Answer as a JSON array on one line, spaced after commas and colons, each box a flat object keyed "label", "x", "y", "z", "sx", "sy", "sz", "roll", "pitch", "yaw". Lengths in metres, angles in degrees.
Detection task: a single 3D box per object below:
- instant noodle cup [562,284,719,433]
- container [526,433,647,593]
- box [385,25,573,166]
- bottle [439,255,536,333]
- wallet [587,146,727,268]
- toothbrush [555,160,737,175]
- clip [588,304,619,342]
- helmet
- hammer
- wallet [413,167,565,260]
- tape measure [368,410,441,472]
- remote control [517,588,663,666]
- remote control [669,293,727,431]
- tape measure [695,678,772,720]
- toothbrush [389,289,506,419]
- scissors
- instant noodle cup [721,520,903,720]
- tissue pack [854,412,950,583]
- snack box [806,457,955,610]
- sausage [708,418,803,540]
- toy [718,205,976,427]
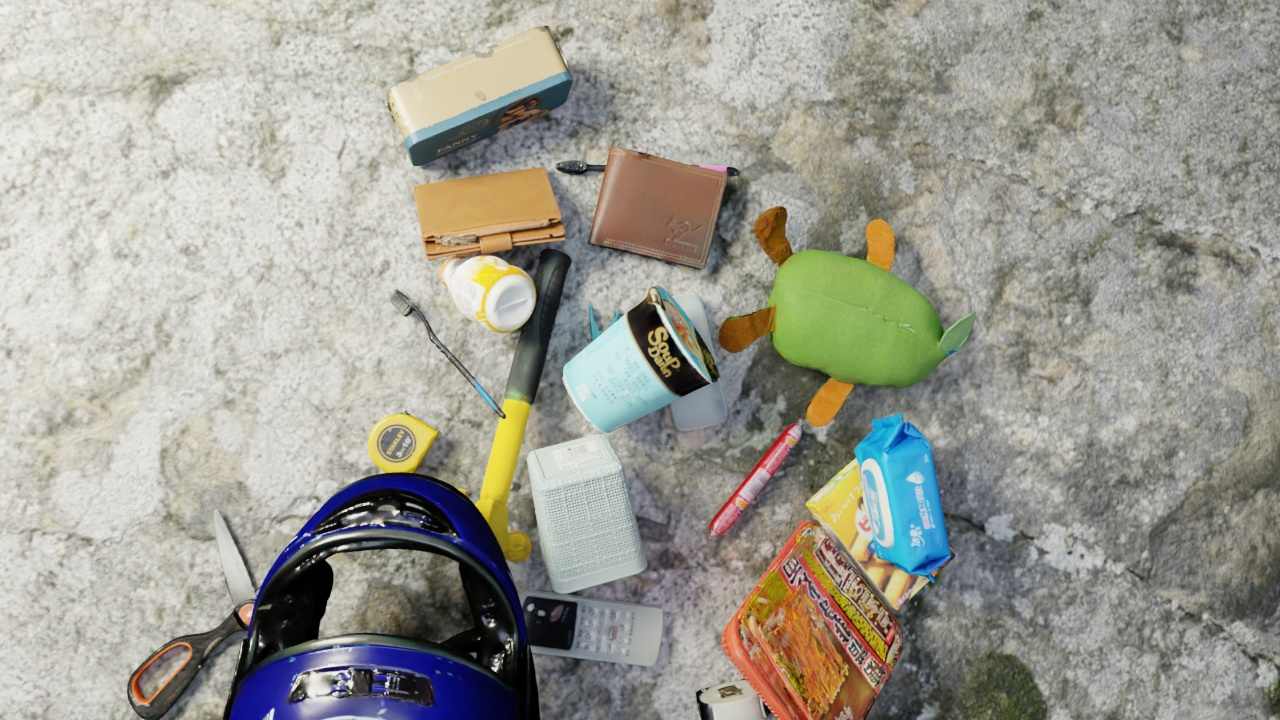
[{"label": "instant noodle cup", "x": -0.005, "y": 0.005, "z": 0.865, "sx": 0.121, "sy": 0.111, "sz": 0.111, "roll": -33, "pitch": 92, "yaw": 14}, {"label": "container", "x": -0.053, "y": 0.137, "z": 0.844, "sx": 0.090, "sy": 0.090, "sz": 0.111, "roll": -13, "pitch": 111, "yaw": -11}, {"label": "box", "x": -0.158, "y": -0.247, "z": 0.870, "sx": 0.184, "sy": 0.090, "sz": 0.061, "roll": -28, "pitch": 92, "yaw": -8}, {"label": "bottle", "x": -0.146, "y": -0.067, "z": 0.852, "sx": 0.063, "sy": 0.108, "sz": 0.063, "roll": -19, "pitch": 122, "yaw": -35}, {"label": "wallet", "x": 0.017, "y": -0.150, "z": 0.914, "sx": 0.124, "sy": 0.032, "sz": 0.101, "roll": 11, "pitch": 95, "yaw": -12}, {"label": "toothbrush", "x": 0.008, "y": -0.195, "z": 0.930, "sx": 0.189, "sy": 0.018, "sz": 0.014, "roll": -1, "pitch": 95, "yaw": -11}, {"label": "clip", "x": -0.040, "y": -0.027, "z": 0.913, "sx": 0.034, "sy": 0.013, "sz": 0.054, "roll": 6, "pitch": 86, "yaw": -8}, {"label": "helmet", "x": -0.200, "y": 0.274, "z": 0.714, "sx": 0.247, "sy": 0.240, "sz": 0.316, "roll": 2, "pitch": 111, "yaw": -8}, {"label": "hammer", "x": -0.115, "y": 0.037, "z": 0.865, "sx": 0.033, "sy": 0.128, "sz": 0.300, "roll": 5, "pitch": 74, "yaw": 27}, {"label": "wallet", "x": -0.144, "y": -0.141, "z": 0.869, "sx": 0.131, "sy": 0.031, "sz": 0.107, "roll": -11, "pitch": 46, "yaw": -11}, {"label": "tape measure", "x": -0.227, "y": 0.079, "z": 0.868, "sx": 0.057, "sy": 0.029, "sz": 0.060, "roll": 32, "pitch": 82, "yaw": -7}, {"label": "remote control", "x": -0.052, "y": 0.259, "z": 0.890, "sx": 0.150, "sy": 0.021, "sz": 0.058, "roll": 9, "pitch": 85, "yaw": -10}, {"label": "remote control", "x": 0.048, "y": 0.002, "z": 0.922, "sx": 0.056, "sy": 0.020, "sz": 0.136, "roll": -13, "pitch": 89, "yaw": -9}, {"label": "tape measure", "x": 0.091, "y": 0.334, "z": 0.886, "sx": 0.065, "sy": 0.066, "sz": 0.033, "roll": -13, "pitch": 87, "yaw": -10}, {"label": "toothbrush", "x": -0.179, "y": -0.006, "z": 0.843, "sx": 0.016, "sy": 0.014, "sz": 0.189, "roll": -41, "pitch": 62, "yaw": -8}, {"label": "scissors", "x": -0.360, "y": 0.253, "z": 0.839, "sx": 0.234, "sy": 0.022, "sz": 0.221, "roll": -37, "pitch": 93, "yaw": -9}, {"label": "instant noodle cup", "x": 0.155, "y": 0.268, "z": 0.871, "sx": 0.164, "sy": 0.079, "sz": 0.188, "roll": 53, "pitch": 45, "yaw": -2}, {"label": "tissue pack", "x": 0.246, "y": 0.129, "z": 0.879, "sx": 0.052, "sy": 0.095, "sz": 0.157, "roll": -9, "pitch": 87, "yaw": -5}, {"label": "snack box", "x": 0.246, "y": 0.173, "z": 0.940, "sx": 0.087, "sy": 0.034, "sz": 0.140, "roll": -39, "pitch": 91, "yaw": -10}, {"label": "sausage", "x": 0.118, "y": 0.120, "z": 0.928, "sx": 0.020, "sy": 0.020, "sz": 0.155, "roll": 41, "pitch": 81, "yaw": -5}, {"label": "toy", "x": 0.203, "y": -0.043, "z": 0.917, "sx": 0.246, "sy": 0.090, "sz": 0.227, "roll": 21, "pitch": 84, "yaw": -11}]
